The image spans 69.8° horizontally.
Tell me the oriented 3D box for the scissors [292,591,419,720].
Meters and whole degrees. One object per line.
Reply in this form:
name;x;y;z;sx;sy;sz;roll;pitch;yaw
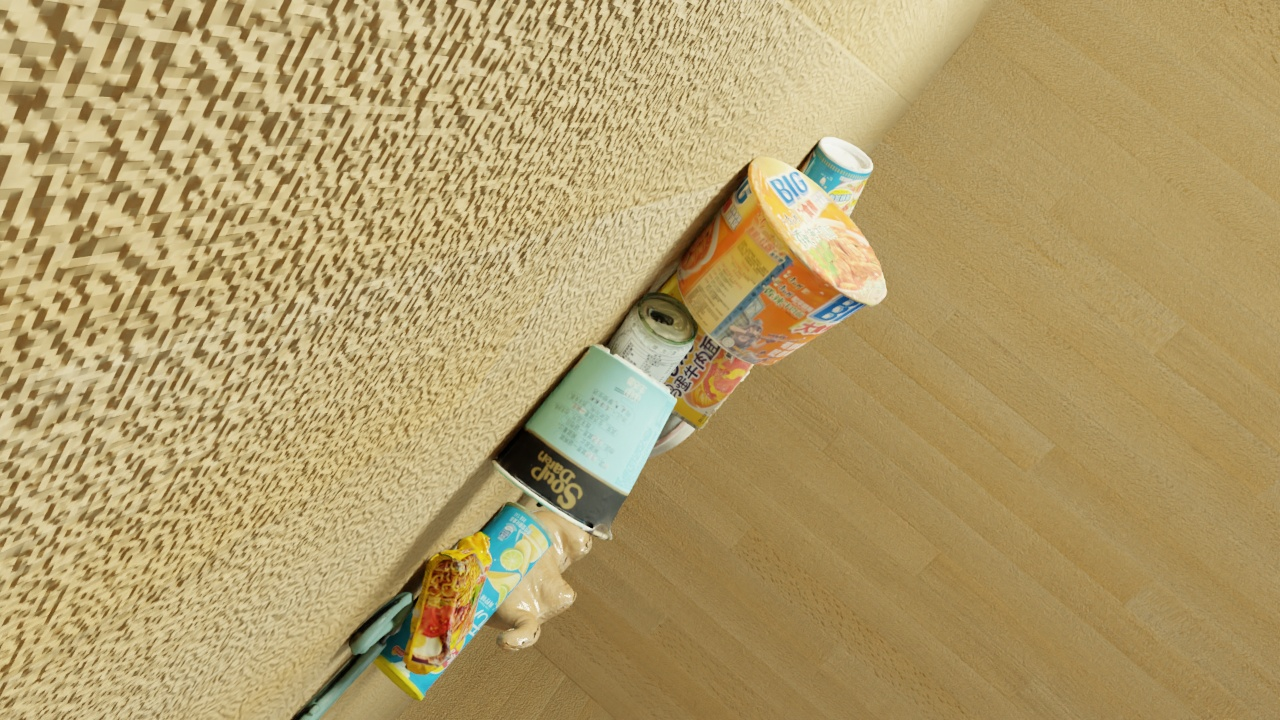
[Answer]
scissors;-0.246;0.260;0.802;0.179;0.019;0.170;-50;176;-6

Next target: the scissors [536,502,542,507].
scissors;-0.077;0.111;1.130;0.192;0.015;0.207;-33;150;-5

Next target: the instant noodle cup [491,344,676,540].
instant noodle cup;-0.034;0.057;0.696;0.120;0.111;0.111;-56;176;-4

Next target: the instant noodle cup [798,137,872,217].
instant noodle cup;0.223;-0.204;1.105;0.099;0.099;0.110;-44;165;-51

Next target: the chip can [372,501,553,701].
chip can;-0.182;0.245;0.954;0.209;0.071;0.071;-48;175;-29

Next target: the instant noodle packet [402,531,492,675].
instant noodle packet;-0.172;0.219;0.839;0.128;0.044;0.110;36;71;-87

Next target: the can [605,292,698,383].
can;-0.010;0.010;0.780;0.058;0.058;0.147;-44;173;-49

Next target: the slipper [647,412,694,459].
slipper;-0.018;0.100;1.256;0.275;0.054;0.113;-23;-161;52

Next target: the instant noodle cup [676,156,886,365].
instant noodle cup;0.109;-0.074;0.755;0.112;0.151;0.151;-43;180;33

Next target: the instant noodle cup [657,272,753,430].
instant noodle cup;0.049;-0.009;0.864;0.138;0.110;0.138;-50;175;-7

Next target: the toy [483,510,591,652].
toy;-0.141;0.256;1.045;0.143;0.082;0.225;-8;-153;15
